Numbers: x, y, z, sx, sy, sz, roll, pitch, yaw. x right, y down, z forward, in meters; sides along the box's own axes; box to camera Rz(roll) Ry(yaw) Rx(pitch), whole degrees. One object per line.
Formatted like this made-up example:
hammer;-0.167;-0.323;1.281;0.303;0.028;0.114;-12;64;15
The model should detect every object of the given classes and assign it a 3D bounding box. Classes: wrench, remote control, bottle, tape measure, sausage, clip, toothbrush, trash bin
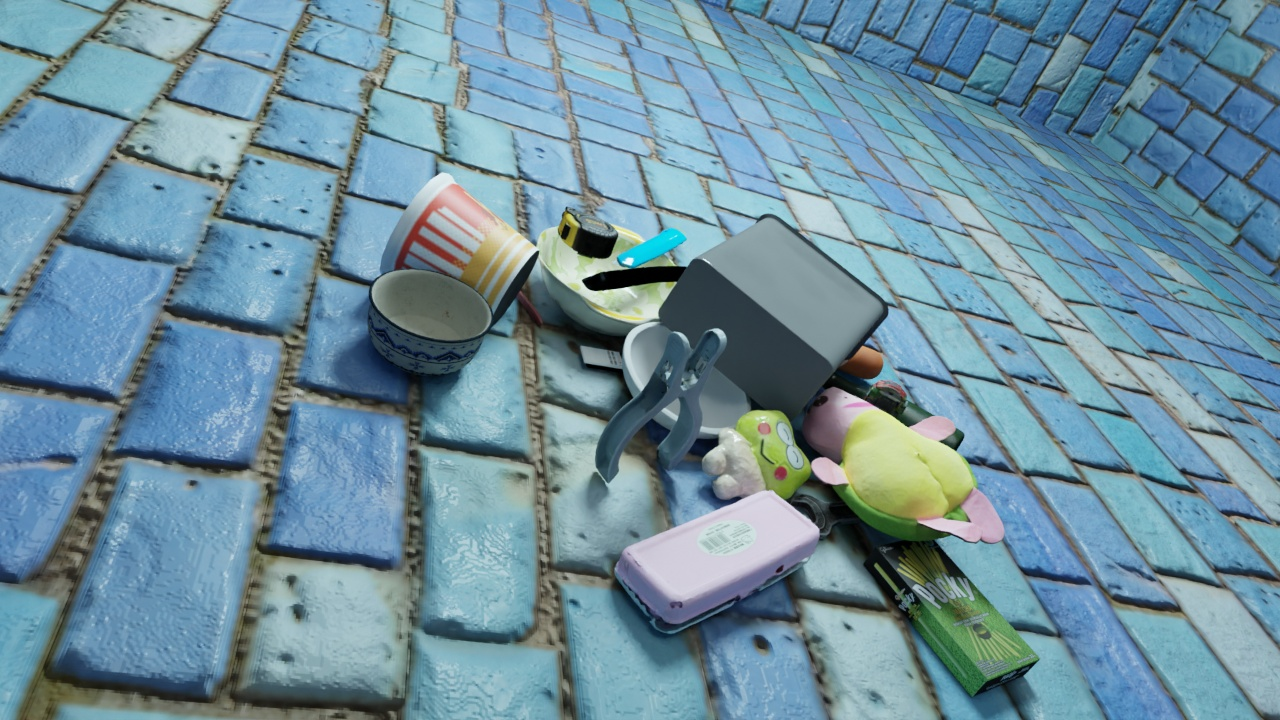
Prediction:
wrench;0.262;0.153;0.950;0.272;0.010;0.070;1;38;-32
remote control;0.004;-0.091;1.004;0.151;0.041;0.020;-9;86;-42
remote control;-0.006;0.006;0.987;0.124;0.012;0.028;10;34;-22
bottle;0.283;0.062;1.060;0.174;0.055;0.055;33;32;21
tape measure;-0.057;-0.138;1.030;0.067;0.038;0.062;17;24;-17
sausage;0.225;-0.020;1.151;0.164;0.039;0.044;23;-9;1
clip;0.042;0.041;0.831;0.143;0.172;0.029;3;38;-46
toothbrush;-0.154;-0.097;1.040;0.015;0.015;0.184;-7;44;-36
trash bin;0.152;-0.055;1.018;0.192;0.098;0.219;40;33;10

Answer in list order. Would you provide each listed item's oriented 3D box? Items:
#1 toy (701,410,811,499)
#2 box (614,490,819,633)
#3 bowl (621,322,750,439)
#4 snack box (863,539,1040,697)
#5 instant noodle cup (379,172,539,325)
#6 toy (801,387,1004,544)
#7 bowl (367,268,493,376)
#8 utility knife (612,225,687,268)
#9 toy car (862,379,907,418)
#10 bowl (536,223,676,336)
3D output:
toy;0.112;0.097;0.889;0.115;0.046;0.092;-18;81;-32
box;0.067;0.166;0.779;0.201;0.045;0.086;-13;42;-44
bowl;0.040;0.029;0.947;0.149;0.043;0.149;21;39;-19
snack box;0.281;0.227;0.837;0.080;0.025;0.147;-2;40;-36
instant noodle cup;-0.180;-0.107;0.946;0.121;0.124;0.123;32;32;-1
toy;0.249;0.108;0.912;0.189;0.088;0.238;-20;41;-29
bowl;-0.202;-0.030;0.863;0.115;0.059;0.115;17;32;-11
utility knife;0.014;-0.134;1.091;0.031;0.015;0.158;33;34;18
toy car;0.259;0.058;1.011;0.042;0.091;0.036;27;45;5
bowl;-0.037;-0.083;1.054;0.188;0.060;0.218;17;33;-13
